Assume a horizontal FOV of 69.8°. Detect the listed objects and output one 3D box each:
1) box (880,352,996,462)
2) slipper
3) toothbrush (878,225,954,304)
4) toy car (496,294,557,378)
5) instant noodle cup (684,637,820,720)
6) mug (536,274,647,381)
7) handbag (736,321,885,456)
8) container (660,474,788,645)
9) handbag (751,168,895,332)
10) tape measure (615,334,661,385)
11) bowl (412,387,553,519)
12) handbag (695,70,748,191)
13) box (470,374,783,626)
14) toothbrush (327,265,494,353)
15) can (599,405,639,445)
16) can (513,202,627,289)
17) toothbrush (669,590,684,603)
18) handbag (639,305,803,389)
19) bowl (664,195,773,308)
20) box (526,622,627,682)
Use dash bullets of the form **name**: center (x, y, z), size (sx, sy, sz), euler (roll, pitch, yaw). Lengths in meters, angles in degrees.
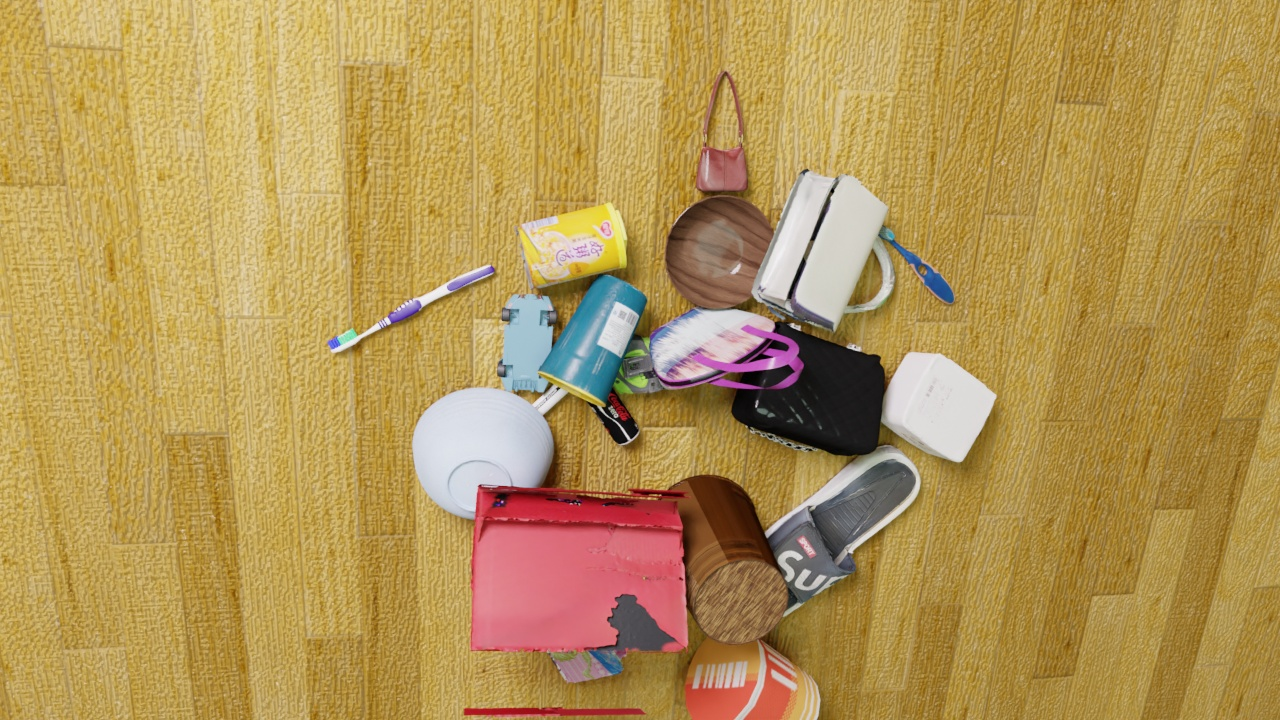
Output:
- **box**: center (0.328, 0.047, 1.066), size (0.108, 0.102, 0.102), euler (32, 82, -24)
- **slipper**: center (0.227, 0.212, 1.088), size (0.264, 0.063, 0.111), euler (-42, 110, 2)
- **toothbrush**: center (0.309, -0.106, 1.022), size (0.135, 0.017, 0.021), euler (40, 95, -19)
- **toy car**: center (-0.119, -0.021, 0.964), size (0.060, 0.027, 0.108), euler (2, 110, -11)
- **instant noodle cup**: center (0.141, 0.400, 1.107), size (0.121, 0.123, 0.123), euler (34, 99, -26)
- **mug**: center (-0.044, -0.023, 0.943), size (0.078, 0.078, 0.121), euler (29, 83, -18)
- **handbag**: center (0.184, 0.032, 1.021), size (0.153, 0.115, 0.125), euler (17, 80, -12)
- **container**: center (0.087, 0.221, 1.006), size (0.132, 0.167, 0.132), euler (-3, 108, -10)
- **handbag**: center (0.207, -0.103, 0.974), size (0.175, 0.074, 0.151), euler (20, 92, -41)
- **tape measure**: center (-0.006, 0.006, 0.990), size (0.058, 0.036, 0.066), euler (-12, 110, -6)
- **bowl**: center (-0.166, 0.111, 0.960), size (0.150, 0.074, 0.151), euler (-2, 117, -4)
- **handbag**: center (0.085, -0.233, 0.937), size (0.055, 0.029, 0.120), euler (-2, 103, -12)
- **box**: center (-0.040, 0.127, 0.831), size (0.212, 0.127, 0.427), euler (5, 145, -11)
- **toothbrush**: center (-0.235, -0.055, 0.939), size (0.186, 0.015, 0.016), euler (-28, 106, -1)
- **can**: center (-0.034, 0.053, 1.002), size (0.031, 0.031, 0.080), euler (-33, 110, 1)
- **can**: center (-0.068, -0.115, 0.923), size (0.105, 0.067, 0.068), euler (-14, 110, -5)
- **toothbrush**: center (0.026, 0.278, 1.089), size (0.196, 0.031, 0.031), euler (22, 89, -20)
- **handbag**: center (0.093, -0.004, 0.926), size (0.144, 0.170, 0.068), euler (-30, 114, -25)
- **bowl**: center (0.080, -0.116, 0.968), size (0.119, 0.032, 0.119), euler (-3, 108, -10)
- **box**: center (-0.097, 0.275, 1.046), size (0.084, 0.063, 0.230), euler (-28, 111, -1)
